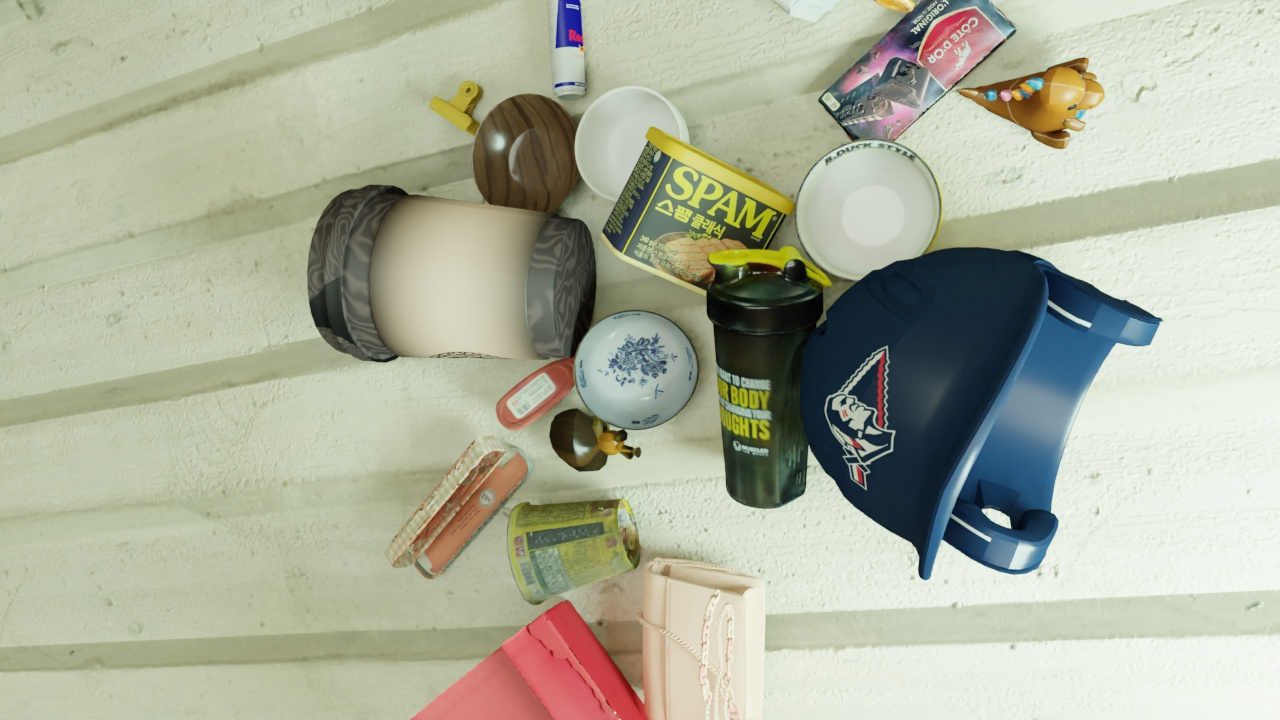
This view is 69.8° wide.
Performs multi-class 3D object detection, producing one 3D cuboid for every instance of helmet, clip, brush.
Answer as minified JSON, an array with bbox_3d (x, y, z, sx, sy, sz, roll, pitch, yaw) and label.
[{"bbox_3d":[0.224,0.032,0.665,0.223,0.271,0.233,19,115,11],"label":"helmet"},{"bbox_3d":[-0.180,-0.257,0.930,0.054,0.045,0.048,35,61,16],"label":"clip"},{"bbox_3d":[-0.067,0.010,0.902,0.172,0.030,0.041,-37,79,6],"label":"brush"}]

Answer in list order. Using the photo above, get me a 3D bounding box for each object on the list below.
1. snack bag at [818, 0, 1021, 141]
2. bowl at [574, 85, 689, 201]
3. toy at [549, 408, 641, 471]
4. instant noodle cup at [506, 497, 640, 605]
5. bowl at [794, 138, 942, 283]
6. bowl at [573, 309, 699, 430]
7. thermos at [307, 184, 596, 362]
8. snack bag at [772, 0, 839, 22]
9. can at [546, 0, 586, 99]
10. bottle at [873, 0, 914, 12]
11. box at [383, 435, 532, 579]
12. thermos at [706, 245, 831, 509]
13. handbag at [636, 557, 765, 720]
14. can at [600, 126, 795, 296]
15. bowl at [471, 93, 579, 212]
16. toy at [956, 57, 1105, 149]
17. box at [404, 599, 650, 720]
[{"bbox_3d":[0.231,-0.248,0.775,0.155,0.018,0.074,-42,78,17],"label":"snack bag"},{"bbox_3d":[-0.003,-0.196,0.848,0.105,0.054,0.105,2,94,23],"label":"bowl"},{"bbox_3d":[-0.040,0.078,0.881,0.100,0.062,0.076,4,132,35],"label":"toy"},{"bbox_3d":[-0.061,0.175,0.883,0.108,0.102,0.102,-13,89,13],"label":"instant noodle cup"},{"bbox_3d":[0.194,-0.123,0.771,0.117,0.067,0.117,2,95,21],"label":"bowl"},{"bbox_3d":[-0.005,0.005,0.860,0.114,0.045,0.114,0,101,-2],"label":"bowl"},{"bbox_3d":[-0.168,-0.075,0.866,0.226,0.172,0.173,5,96,14],"label":"thermos"},{"bbox_3d":[0.073,-0.376,0.792,0.225,0.077,0.041,47,119,11],"label":"snack bag"},{"bbox_3d":[-0.070,-0.300,0.876,0.032,0.032,0.095,-2,93,21],"label":"can"},{"bbox_3d":[0.224,-0.342,0.743,0.063,0.063,0.109,24,101,17],"label":"bottle"},{"bbox_3d":[-0.191,0.156,0.948,0.078,0.054,0.187,34,109,-18],"label":"box"},{"bbox_3d":[0.107,0.014,0.778,0.098,0.097,0.221,5,114,20],"label":"thermos"},{"bbox_3d":[0.029,0.266,0.798,0.117,0.186,0.199,6,103,25],"label":"handbag"},{"bbox_3d":[0.047,-0.122,0.794,0.135,0.075,0.104,21,108,-25],"label":"can"},{"bbox_3d":[-0.106,-0.197,0.897,0.119,0.032,0.119,2,95,21],"label":"bowl"},{"bbox_3d":[0.300,-0.207,0.711,0.103,0.090,0.070,13,99,15],"label":"toy"},{"bbox_3d":[-0.087,0.342,0.736,0.108,0.408,0.211,-41,80,22],"label":"box"}]
